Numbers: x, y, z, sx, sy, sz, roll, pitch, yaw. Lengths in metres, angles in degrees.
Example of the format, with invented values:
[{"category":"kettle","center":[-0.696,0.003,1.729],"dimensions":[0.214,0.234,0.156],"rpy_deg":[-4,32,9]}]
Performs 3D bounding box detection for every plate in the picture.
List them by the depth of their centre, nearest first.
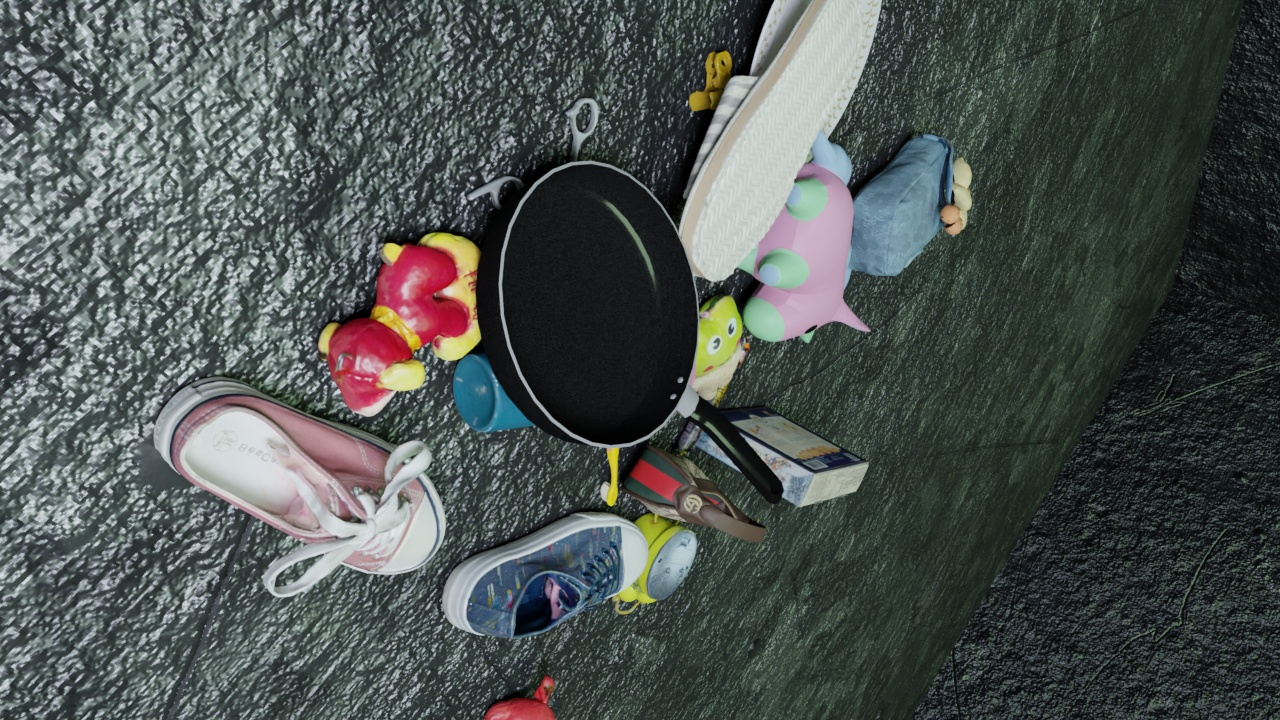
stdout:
[{"category":"plate","center":[0.158,-0.284,0.847],"dimensions":[0.241,0.016,0.243],"rpy_deg":[-42,149,-34]}]

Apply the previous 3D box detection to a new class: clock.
[{"category":"clock","center":[0.010,0.218,0.972],"dimensions":[0.083,0.057,0.119],"rpy_deg":[29,87,-57]}]

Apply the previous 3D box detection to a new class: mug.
[{"category":"mug","center":[-0.078,0.015,0.708],"dimensions":[0.121,0.078,0.078],"rpy_deg":[-11,120,-44]}]

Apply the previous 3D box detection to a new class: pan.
[{"category":"pan","center":[0.009,0.008,0.705],"dimensions":[0.355,0.044,0.203],"rpy_deg":[48,53,-34]}]

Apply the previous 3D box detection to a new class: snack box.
[{"category":"snack box","center":[0.155,0.101,1.006],"dimensions":[0.144,0.145,0.043],"rpy_deg":[0,114,-53]}]

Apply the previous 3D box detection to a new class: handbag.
[{"category":"handbag","center":[0.059,0.142,0.909],"dimensions":[0.063,0.138,0.166],"rpy_deg":[-58,156,-5]},{"category":"handbag","center":[0.320,-0.176,1.064],"dimensions":[0.191,0.119,0.122],"rpy_deg":[-42,141,-37]}]

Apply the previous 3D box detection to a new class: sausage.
[{"category":"sausage","center":[0.077,0.036,0.972],"dimensions":[0.155,0.020,0.020],"rpy_deg":[-59,146,-6]}]

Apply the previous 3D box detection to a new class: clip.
[{"category":"clip","center":[0.068,-0.232,0.773],"dimensions":[0.054,0.045,0.048],"rpy_deg":[-21,153,-43]}]

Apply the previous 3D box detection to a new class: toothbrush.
[{"category":"toothbrush","center":[-0.024,0.078,0.872],"dimensions":[0.021,0.016,0.136],"rpy_deg":[-17,123,-45]}]

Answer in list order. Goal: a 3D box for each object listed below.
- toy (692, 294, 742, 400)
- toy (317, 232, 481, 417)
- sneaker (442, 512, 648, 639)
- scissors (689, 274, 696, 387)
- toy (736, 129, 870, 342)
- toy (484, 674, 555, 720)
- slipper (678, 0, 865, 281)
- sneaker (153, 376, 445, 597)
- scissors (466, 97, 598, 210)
[{"category":"toy","center":[0.069,-0.007,0.912],"dimensions":[0.092,0.043,0.118],"rpy_deg":[-43,143,-28]},{"category":"toy","center":[-0.147,-0.031,0.596],"dimensions":[0.137,0.067,0.106],"rpy_deg":[-49,137,-34]},{"category":"sneaker","center":[-0.062,0.194,0.827],"dimensions":[0.235,0.079,0.087],"rpy_deg":[-4,101,-49]},{"category":"scissors","center":[0.003,-0.024,0.809],"dimensions":[0.168,0.014,0.171],"rpy_deg":[-24,126,-27]},{"category":"toy","center":[0.164,-0.113,0.898],"dimensions":[0.170,0.120,0.222],"rpy_deg":[-6,123,-45]},{"category":"toy","center":[-0.103,0.376,0.896],"dimensions":[0.133,0.094,0.088],"rpy_deg":[-62,146,-5]},{"category":"slipper","center":[0.106,-0.193,0.766],"dimensions":[0.272,0.054,0.114],"rpy_deg":[-59,148,-5]},{"category":"sneaker","center":[-0.192,0.090,0.590],"dimensions":[0.118,0.088,0.241],"rpy_deg":[-57,145,-9]},{"category":"scissors","center":[-0.061,-0.125,0.688],"dimensions":[0.174,0.014,0.142],"rpy_deg":[-15,121,-46]}]
